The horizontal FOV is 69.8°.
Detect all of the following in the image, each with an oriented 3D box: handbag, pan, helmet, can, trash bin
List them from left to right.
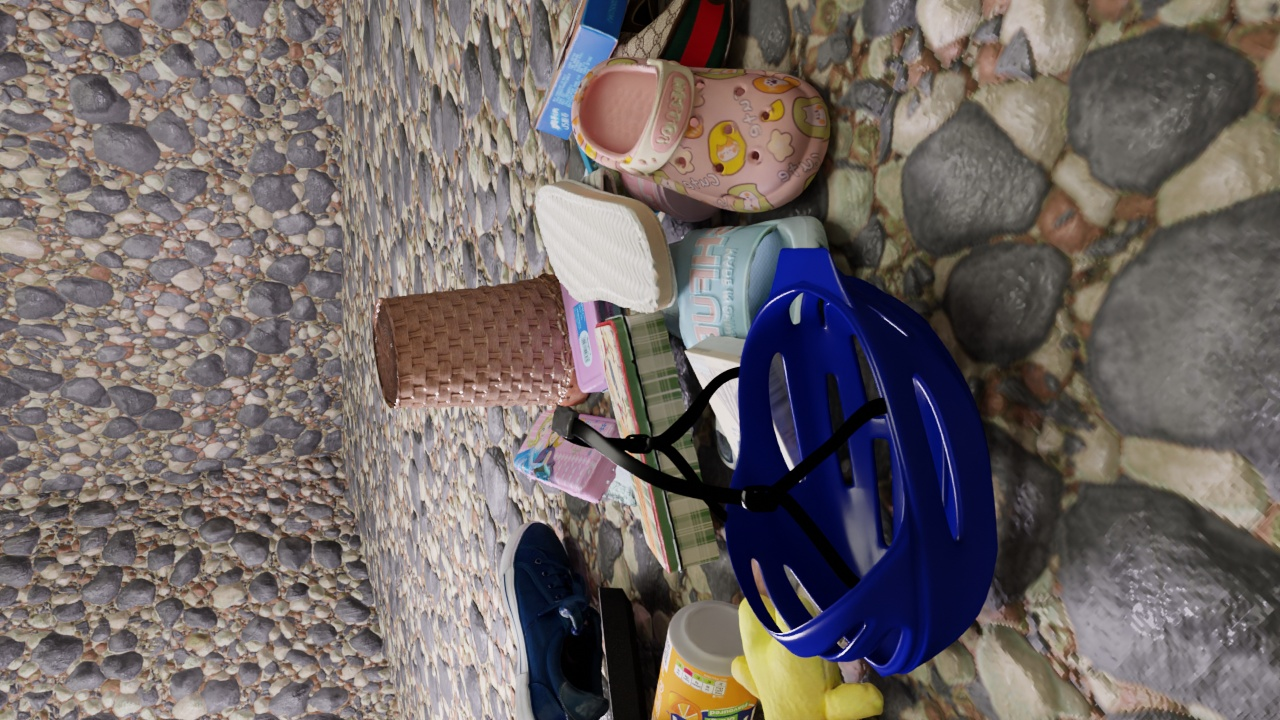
[{"bbox_3d":[-0.170,-0.014,0.995,0.151,0.209,0.151,173,90,-65],"label":"trash bin"},{"bbox_3d":[-0.011,0.317,0.797,0.356,0.034,0.225,109,154,-81],"label":"pan"},{"bbox_3d":[0.022,-0.266,0.717,0.166,0.063,0.138,-154,79,-67],"label":"handbag"},{"bbox_3d":[0.027,-0.146,0.706,0.076,0.067,0.067,-142,51,-58],"label":"can"},{"bbox_3d":[0.052,0.266,0.730,0.079,0.079,0.143,-130,41,-51],"label":"can"},{"bbox_3d":[0.070,0.066,0.468,0.148,0.227,0.241,-165,68,-65],"label":"helmet"}]

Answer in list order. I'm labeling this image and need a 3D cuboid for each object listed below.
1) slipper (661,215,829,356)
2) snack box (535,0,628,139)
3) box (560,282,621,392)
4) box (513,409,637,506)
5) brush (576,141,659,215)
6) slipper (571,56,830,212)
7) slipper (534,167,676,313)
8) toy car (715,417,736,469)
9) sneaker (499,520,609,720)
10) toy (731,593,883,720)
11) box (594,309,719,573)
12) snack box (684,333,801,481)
[{"bbox_3d":[0.055,-0.047,0.662,0.246,0.074,0.104,-166,71,-66],"label":"slipper"},{"bbox_3d":[-0.046,-0.261,0.765,0.152,0.034,0.087,137,148,-64],"label":"snack box"},{"bbox_3d":[-0.051,-0.076,0.934,0.076,0.036,0.214,-30,68,60],"label":"box"},{"bbox_3d":[-0.059,0.108,0.987,0.084,0.077,0.231,-60,21,-12],"label":"box"},{"bbox_3d":[-0.028,-0.180,0.832,0.076,0.055,0.135,-56,45,48],"label":"brush"},{"bbox_3d":[0.024,-0.156,0.608,0.197,0.081,0.093,18,102,30],"label":"slipper"},{"bbox_3d":[-0.027,-0.093,0.732,0.273,0.054,0.114,27,139,68],"label":"slipper"},{"bbox_3d":[0.074,0.042,0.694,0.039,0.027,0.090,-136,46,-58],"label":"toy car"},{"bbox_3d":[-0.083,0.271,1.007,0.127,0.120,0.294,-45,34,19],"label":"sneaker"},{"bbox_3d":[0.108,0.254,0.594,0.134,0.092,0.207,-21,74,62],"label":"toy"},{"bbox_3d":[0.011,0.061,0.747,0.117,0.050,0.205,-155,51,-84],"label":"box"},{"bbox_3d":[0.087,0.055,0.601,0.150,0.026,0.082,64,161,-17],"label":"snack box"}]
